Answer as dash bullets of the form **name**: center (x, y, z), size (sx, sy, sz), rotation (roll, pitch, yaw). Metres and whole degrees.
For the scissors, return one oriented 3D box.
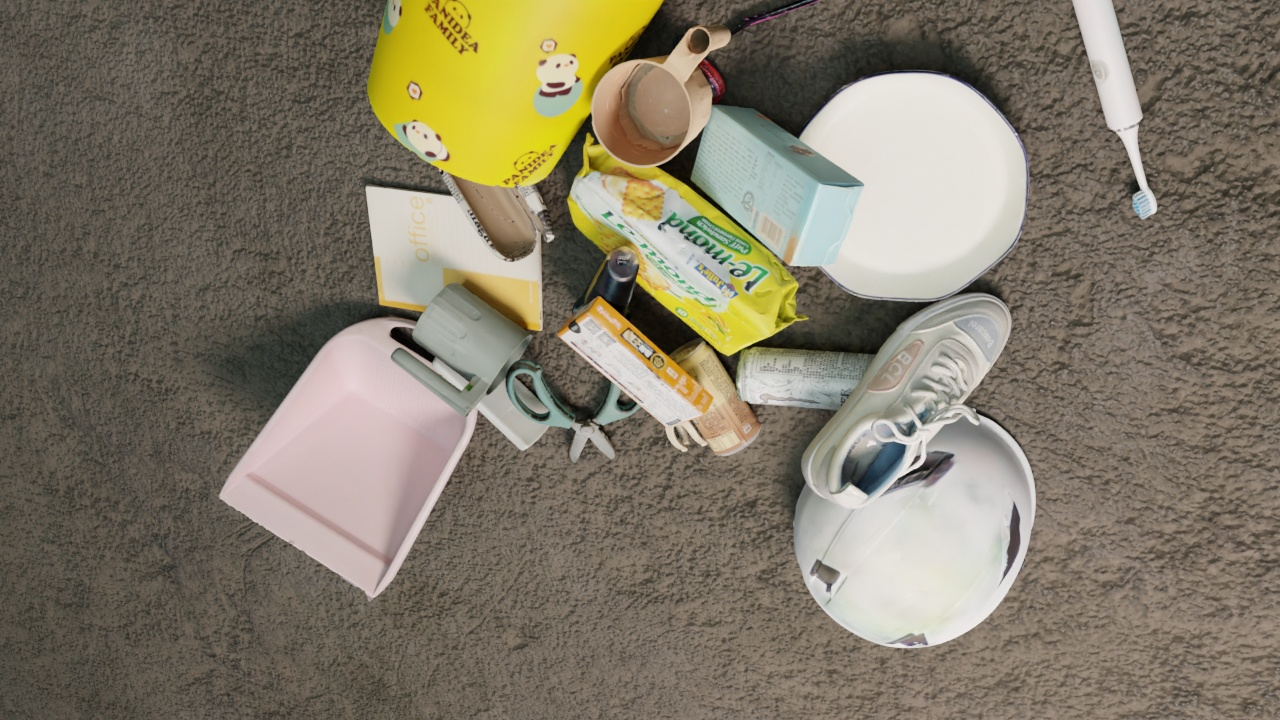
- **scissors**: center (-0.054, 0.040, 1.010), size (0.182, 0.019, 0.170), rotation (-31, 118, 19)

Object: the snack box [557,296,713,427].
- **snack box**: center (-0.005, 0.005, 0.901), size (0.153, 0.026, 0.075), rotation (41, 152, -12)

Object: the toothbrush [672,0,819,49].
- **toothbrush**: center (0.112, -0.303, 0.798), size (0.190, 0.014, 0.018), rotation (-13, 98, 25)

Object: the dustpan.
- **dustpan**: center (-0.319, 0.089, 1.048), size (0.222, 0.272, 0.139), rotation (29, 147, 2)

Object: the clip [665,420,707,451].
- **clip**: center (0.037, 0.057, 0.984), size (0.034, 0.065, 0.099), rotation (-17, 119, 27)

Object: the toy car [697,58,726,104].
- **toy car**: center (0.024, -0.227, 0.851), size (0.053, 0.045, 0.121), rotation (47, 124, -4)

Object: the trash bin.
- **trash bin**: center (-0.101, -0.301, 0.766), size (0.229, 0.228, 0.256), rotation (36, 127, 1)

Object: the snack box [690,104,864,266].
- **snack box**: center (0.112, -0.154, 0.791), size (0.175, 0.051, 0.074), rotation (51, 135, 44)

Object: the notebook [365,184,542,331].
- **notebook**: center (-0.205, -0.114, 1.013), size (0.206, 0.010, 0.146), rotation (10, 119, 15)

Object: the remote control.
- **remote control**: center (-0.168, 0.034, 1.046), size (0.150, 0.058, 0.021), rotation (44, 144, -3)

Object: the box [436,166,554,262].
- **box**: center (-0.154, -0.176, 0.919), size (0.087, 0.076, 0.163), rotation (-33, 96, 0)

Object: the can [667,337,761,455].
- **can**: center (0.073, 0.039, 0.955), size (0.059, 0.058, 0.116), rotation (-27, 103, 29)

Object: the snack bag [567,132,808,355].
- **snack bag**: center (0.036, -0.103, 0.855), size (0.246, 0.158, 0.068), rotation (40, 79, -3)

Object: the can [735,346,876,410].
- **can**: center (0.172, 0.019, 0.908), size (0.147, 0.058, 0.058), rotation (4, 116, 19)

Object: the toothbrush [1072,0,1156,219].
- **toothbrush**: center (0.379, -0.217, 0.732), size (0.026, 0.027, 0.221), rotation (-27, 107, -5)

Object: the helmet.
- **helmet**: center (0.264, 0.181, 0.903), size (0.229, 0.145, 0.259), rotation (37, 122, 0)

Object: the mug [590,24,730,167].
- **mug**: center (0.025, -0.227, 0.765), size (0.084, 0.103, 0.125), rotation (40, 116, -3)

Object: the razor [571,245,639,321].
- **razor**: center (-0.029, -0.072, 0.900), size (0.062, 0.168, 0.067), rotation (4, 74, -9)

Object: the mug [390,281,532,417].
- **mug**: center (-0.192, -0.012, 0.985), size (0.103, 0.123, 0.084), rotation (37, 142, 1)

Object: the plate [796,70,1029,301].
- **plate**: center (0.232, -0.153, 0.809), size (0.205, 0.045, 0.205), rotation (8, 117, 17)

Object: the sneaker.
- **sneaker**: center (0.245, 0.034, 0.815), size (0.089, 0.091, 0.242), rotation (43, 91, -11)
